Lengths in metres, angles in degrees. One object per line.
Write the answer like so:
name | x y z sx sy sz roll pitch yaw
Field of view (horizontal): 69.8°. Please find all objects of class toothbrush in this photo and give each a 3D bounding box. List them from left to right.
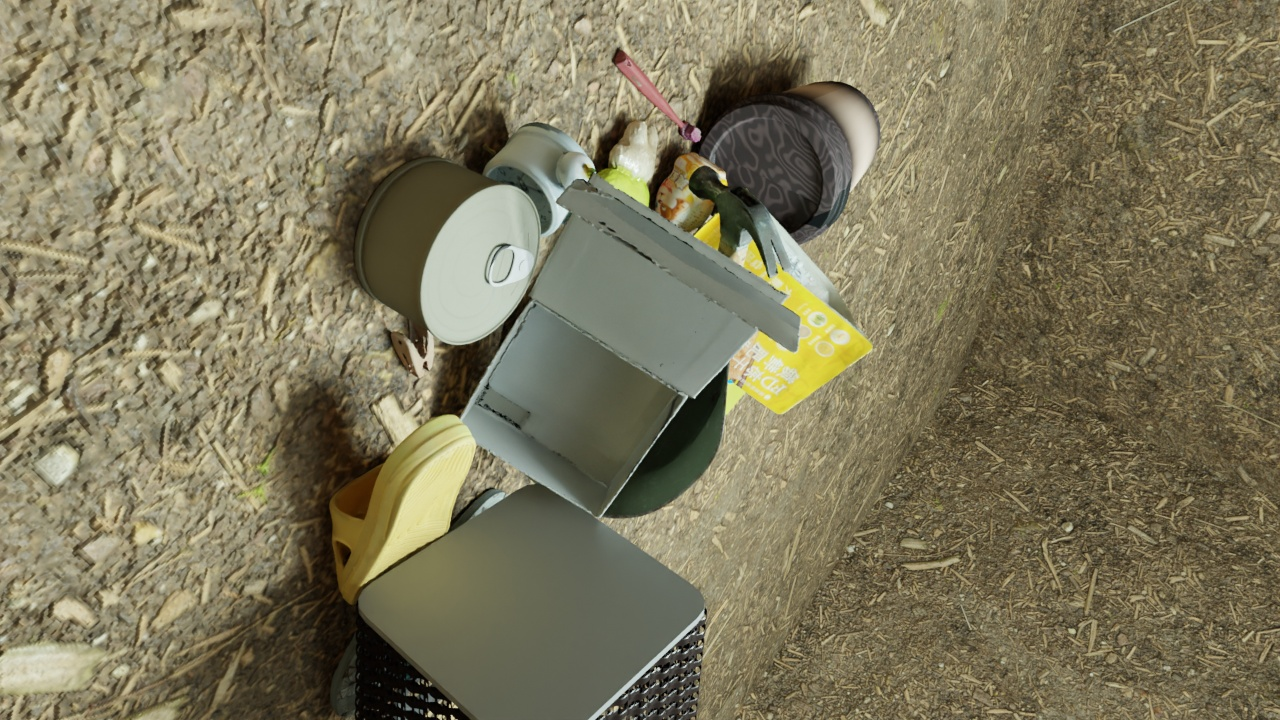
toothbrush | 0.021 -0.258 0.913 0.016 0.016 0.189 -63 155 3

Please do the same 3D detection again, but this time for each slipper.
slipper | -0.211 0.121 0.768 0.099 0.078 0.264 -34 164 -43
slipper | -0.210 0.245 0.928 0.268 0.055 0.098 -53 151 -22

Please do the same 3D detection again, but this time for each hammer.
hammer | 0.080 -0.031 0.973 0.033 0.132 0.331 -23 140 -31

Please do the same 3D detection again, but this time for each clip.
clip | -0.182 -0.014 0.763 0.045 0.025 0.061 -48 158 -24

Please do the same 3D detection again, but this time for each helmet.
helmet | -0.005 0.005 0.926 0.268 0.227 0.153 -63 173 25

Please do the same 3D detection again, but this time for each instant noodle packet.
instant noodle packet | 0.130 -0.054 1.024 0.163 0.221 0.084 -43 -178 41

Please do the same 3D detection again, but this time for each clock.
clock | -0.071 -0.140 0.739 0.056 0.118 0.083 -52 153 -35

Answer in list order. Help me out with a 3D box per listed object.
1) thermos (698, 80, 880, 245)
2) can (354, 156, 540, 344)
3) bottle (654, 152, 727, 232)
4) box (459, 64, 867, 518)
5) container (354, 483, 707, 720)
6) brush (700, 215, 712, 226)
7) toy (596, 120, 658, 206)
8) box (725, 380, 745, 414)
thermos | 0.187 -0.242 1.077 0.225 0.173 0.173 -41 148 -50
can | -0.145 -0.085 0.702 0.127 0.073 0.128 -43 148 -36
bottle | 0.046 -0.168 0.993 0.109 0.063 0.063 -59 156 17
box | -0.004 -0.037 0.740 0.420 0.166 0.108 -55 -174 40
container | -0.100 0.299 0.832 0.246 0.246 0.244 -30 139 -42
brush | 0.077 -0.147 1.126 0.049 0.015 0.136 -8 121 -61
toy | -0.016 -0.176 0.894 0.092 0.043 0.118 6 106 -60
box | 0.129 -0.018 1.283 0.220 0.079 0.125 -48 152 -34
